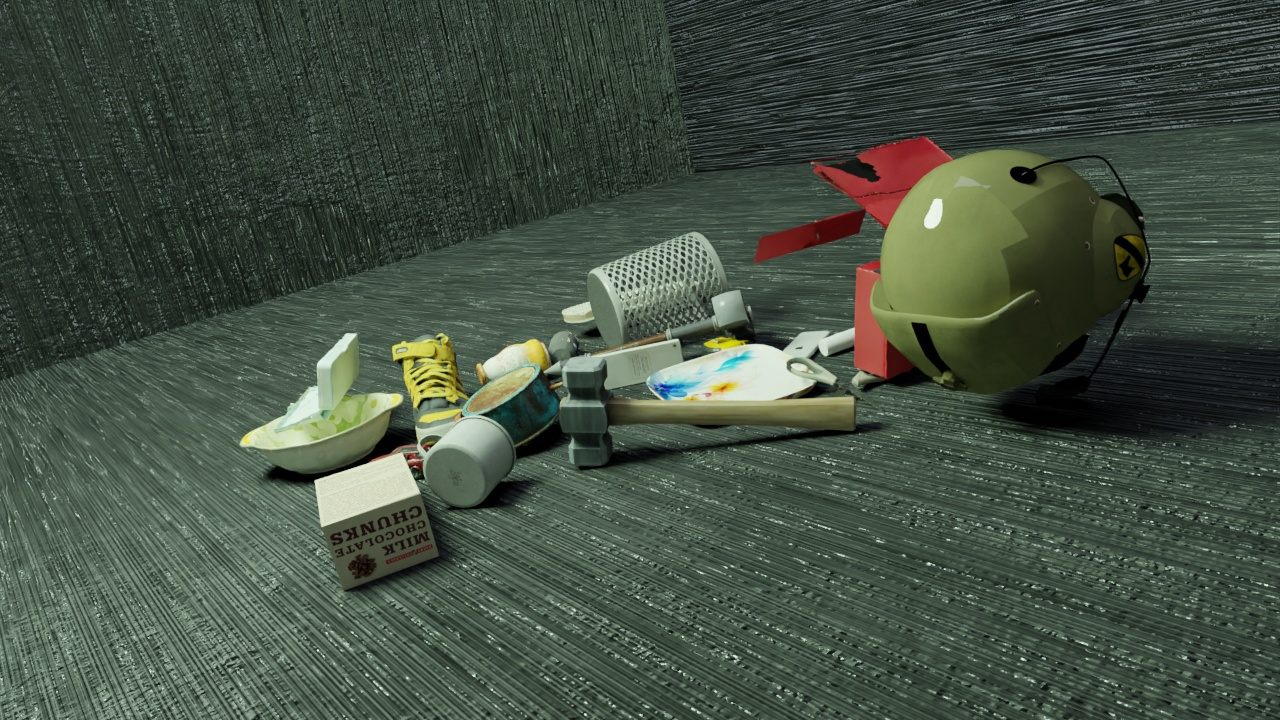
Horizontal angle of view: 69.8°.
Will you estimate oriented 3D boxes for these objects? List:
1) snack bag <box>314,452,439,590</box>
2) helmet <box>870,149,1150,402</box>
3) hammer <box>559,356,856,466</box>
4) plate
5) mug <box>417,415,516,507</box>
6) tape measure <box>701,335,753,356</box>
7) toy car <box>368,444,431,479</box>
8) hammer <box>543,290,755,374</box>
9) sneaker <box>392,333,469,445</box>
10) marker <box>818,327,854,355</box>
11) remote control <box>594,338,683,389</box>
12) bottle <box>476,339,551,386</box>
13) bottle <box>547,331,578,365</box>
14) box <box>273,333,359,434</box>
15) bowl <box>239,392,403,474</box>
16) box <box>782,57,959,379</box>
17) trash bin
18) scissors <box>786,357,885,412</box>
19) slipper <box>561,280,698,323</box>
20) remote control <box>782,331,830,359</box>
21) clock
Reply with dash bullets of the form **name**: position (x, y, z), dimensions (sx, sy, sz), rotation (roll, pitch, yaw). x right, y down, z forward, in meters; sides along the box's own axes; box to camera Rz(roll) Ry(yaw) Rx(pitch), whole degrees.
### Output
- **snack bag**: position (-0.285, 0.153, 0.970), dimensions (0.094, 0.070, 0.206), rotation (-18, 17, -18)
- **helmet**: position (0.350, -0.078, 0.912), dimensions (0.232, 0.256, 0.251), rotation (-19, 18, -32)
- **hammer**: position (0.071, 0.057, 1.009), dimensions (0.323, 0.117, 0.051), rotation (0, 19, 10)
- **plate**: position (0.114, 0.030, 1.165), dimensions (0.186, 0.016, 0.187), rotation (-17, 22, -16)
- **mug**: position (-0.203, 0.110, 1.019), dimensions (0.113, 0.084, 0.070), rotation (9, 24, 14)
- **tape measure**: position (0.120, -0.014, 1.291), dimensions (0.064, 0.037, 0.065), rotation (-17, 17, -17)
- **toy car**: position (-0.294, 0.127, 1.133), dimensions (0.091, 0.036, 0.042), rotation (-13, 16, 19)
- **hammer**: position (0.007, -0.025, 1.345), dimensions (0.322, 0.043, 0.156), rotation (-16, -13, 10)
- **sneaker**: position (-0.290, 0.033, 1.284), dimensions (0.086, 0.122, 0.238), rotation (-18, 16, -13)
- **marker**: position (0.307, -0.036, 1.252), dimensions (0.133, 0.027, 0.023), rotation (-19, 18, -15)
- **remote control**: position (-0.007, 0.007, 1.288), dimensions (0.136, 0.050, 0.011), rotation (-12, 17, 2)
- **bottle**: position (-0.193, 0.009, 1.396), dimensions (0.109, 0.063, 0.063), rotation (-17, 17, -18)
- **bottle**: position (-0.123, -0.020, 1.469), dimensions (0.047, 0.047, 0.112), rotation (-11, 17, 3)
- **box**: position (-0.447, 0.030, 1.288), dimensions (0.122, 0.078, 0.197), rotation (-32, 15, 1)
- **bowl**: position (-0.424, 0.105, 1.250), dimensions (0.219, 0.060, 0.188), rotation (-16, 17, -8)
- **box**: position (0.325, -0.182, 1.097), dimensions (0.210, 0.378, 0.124), rotation (-20, 6, -32)
- **trash bin**: position (0.024, -0.102, 1.455), dimensions (0.183, 0.156, 0.156), rotation (-20, 18, -16)
- **scissors**: position (0.245, 0.024, 1.090), dimensions (0.157, 0.013, 0.170), rotation (-15, 27, -30)
- **slipper**: position (-0.014, -0.096, 1.637), dimensions (0.262, 0.052, 0.115), rotation (-16, 14, -25)
- **remote control**: position (0.220, -0.013, 1.266), dimensions (0.045, 0.008, 0.146), rotation (-2, 20, 31)
- **clock**: position (-0.172, 0.075, 1.150), dimensions (0.157, 0.073, 0.121), rotation (-37, 20, -21)
